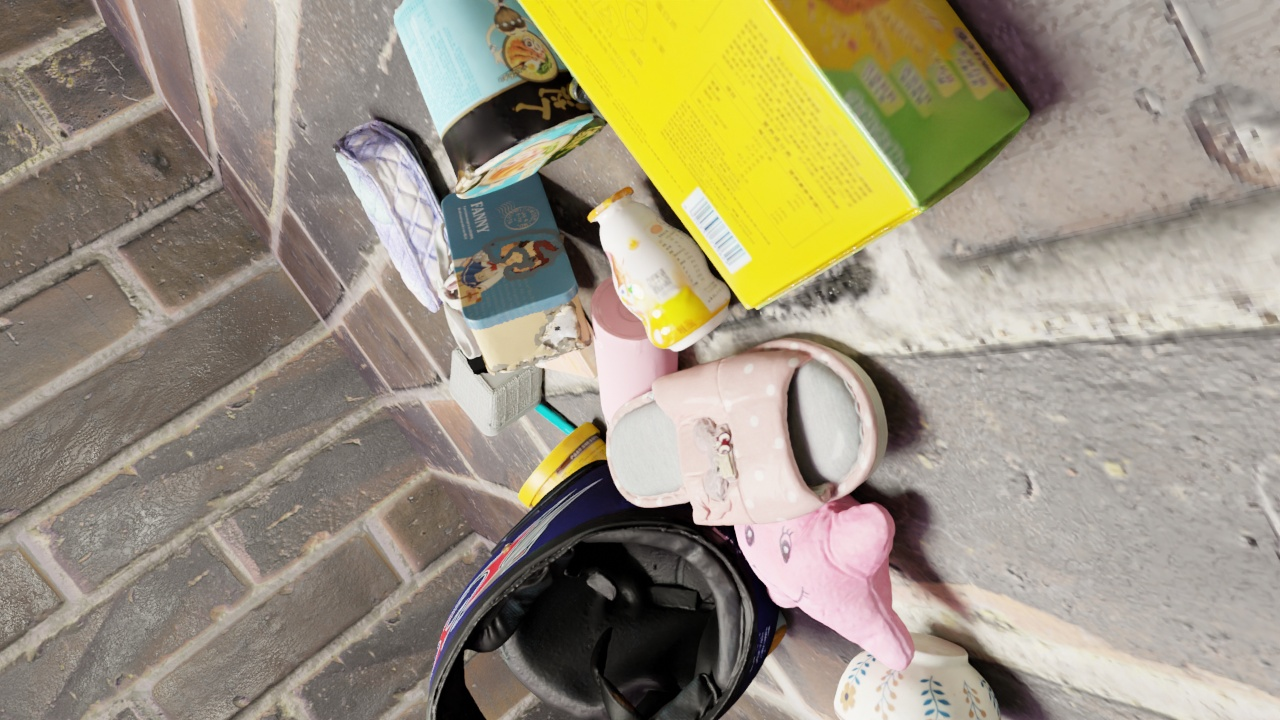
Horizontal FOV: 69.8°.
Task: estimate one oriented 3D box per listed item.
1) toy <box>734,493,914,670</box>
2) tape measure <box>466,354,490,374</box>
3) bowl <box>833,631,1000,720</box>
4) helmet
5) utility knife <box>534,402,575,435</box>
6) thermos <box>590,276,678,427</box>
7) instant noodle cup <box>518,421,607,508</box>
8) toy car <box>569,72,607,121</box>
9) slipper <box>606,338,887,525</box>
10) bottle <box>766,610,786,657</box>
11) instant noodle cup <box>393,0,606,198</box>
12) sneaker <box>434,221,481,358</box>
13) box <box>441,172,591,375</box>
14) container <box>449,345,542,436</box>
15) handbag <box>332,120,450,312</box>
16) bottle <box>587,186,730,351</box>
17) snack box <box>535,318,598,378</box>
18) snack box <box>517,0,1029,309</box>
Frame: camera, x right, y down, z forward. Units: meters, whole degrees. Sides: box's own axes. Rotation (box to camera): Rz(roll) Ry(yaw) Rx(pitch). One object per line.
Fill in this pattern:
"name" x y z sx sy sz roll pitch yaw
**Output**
"toy" 0.114 0.118 0.659 0.195 0.074 0.178 16 127 61
"tape measure" -0.151 -0.014 0.960 0.039 0.057 0.057 63 -160 -15
"bowl" 0.198 0.230 0.650 0.114 0.113 0.062 5 86 64
"helmet" -0.030 0.232 0.820 0.247 0.315 0.240 52 180 0
"utility knife" -0.110 0.070 1.152 0.196 0.013 0.029 32 152 38
"thermos" -0.004 0.004 0.754 0.199 0.067 0.087 86 167 -58
"instant noodle cup" -0.056 0.149 1.032 0.114 0.118 0.119 41 158 9
"toy car" -0.024 -0.178 0.523 0.043 0.036 0.091 37 154 35
"slipper" 0.048 0.054 0.621 0.275 0.054 0.114 -16 83 54
"bottle" 0.066 0.231 0.956 0.189 0.068 0.068 41 157 28
"instant noodle cup" -0.098 -0.183 0.592 0.120 0.111 0.111 63 159 -5
"sneaker" -0.148 -0.075 0.854 0.241 0.087 0.118 26 130 58
"box" -0.100 -0.076 0.717 0.064 0.089 0.184 76 172 -47
"container" -0.172 0.018 1.099 0.090 0.090 0.114 48 156 13
"handbag" -0.253 -0.156 1.006 0.134 0.075 0.194 37 154 47
"bottle" 0.010 -0.061 0.605 0.108 0.063 0.063 55 160 -4
"snack box" -0.089 -0.029 0.926 0.084 0.026 0.157 60 158 -18
"snack box" 0.040 -0.139 0.401 0.210 0.070 0.158 53 160 -1
